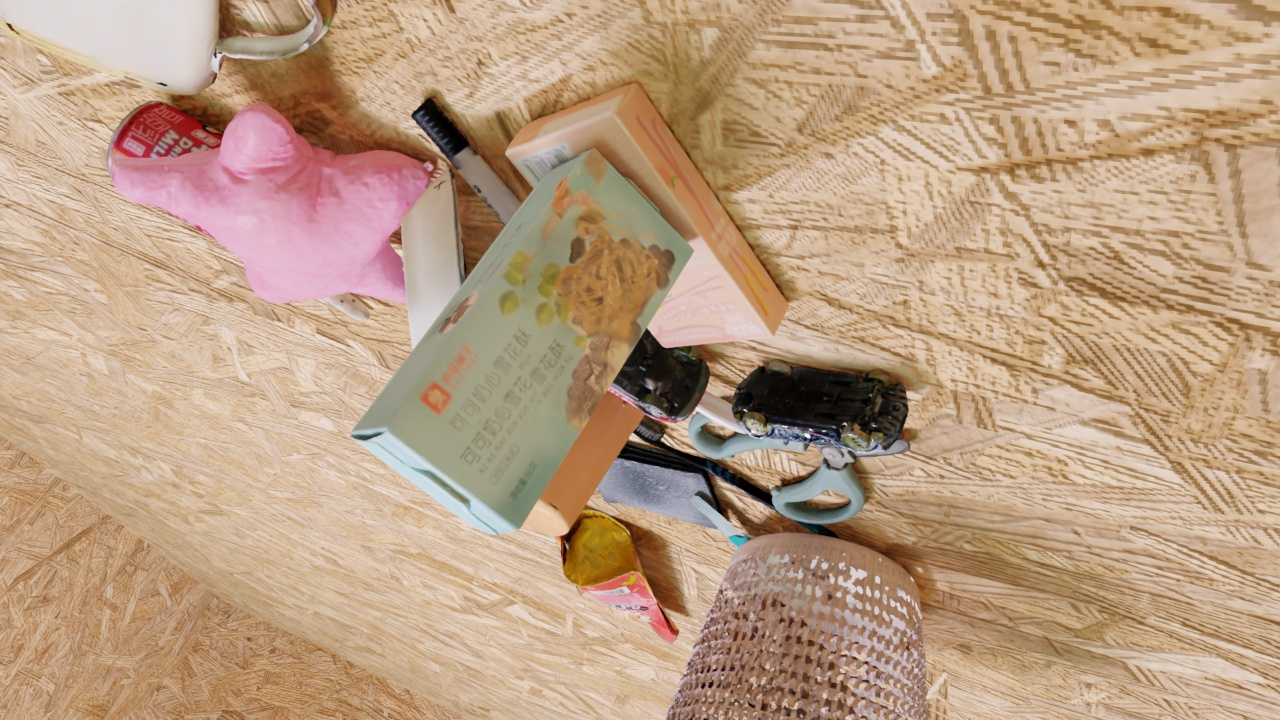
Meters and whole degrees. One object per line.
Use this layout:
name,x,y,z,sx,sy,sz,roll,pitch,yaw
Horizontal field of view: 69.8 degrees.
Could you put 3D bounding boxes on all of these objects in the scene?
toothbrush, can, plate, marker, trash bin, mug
toothbrush,-0.004,0.004,0.614,0.180,0.016,0.016,29,160,11
toothbrush,0.071,0.090,0.698,0.189,0.014,0.016,30,125,-2
can,-0.305,-0.128,0.634,0.094,0.066,0.067,29,150,0
plate,-0.122,-0.002,0.583,0.034,0.161,0.266,-6,153,-10
marker,-0.086,-0.099,0.541,0.131,0.018,0.023,50,170,-31
trash bin,0.123,0.246,0.689,0.227,0.191,0.228,13,147,8
toothbrush,-0.301,-0.087,0.746,0.187,0.016,0.017,35,158,-9
mug,-0.048,0.055,0.635,0.078,0.122,0.078,22,151,13

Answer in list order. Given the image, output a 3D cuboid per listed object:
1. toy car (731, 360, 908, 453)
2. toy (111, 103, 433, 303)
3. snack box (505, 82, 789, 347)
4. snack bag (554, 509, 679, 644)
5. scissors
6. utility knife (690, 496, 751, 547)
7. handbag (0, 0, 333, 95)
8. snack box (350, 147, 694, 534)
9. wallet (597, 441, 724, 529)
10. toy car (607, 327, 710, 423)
toy car,0.104,0.029,0.539,0.106,0.048,0.031,7,141,35
toy,-0.204,-0.089,0.584,0.179,0.074,0.194,-13,148,17
snack box,0.006,-0.070,0.495,0.085,0.026,0.157,-5,136,44
snack bag,-0.029,0.232,0.957,0.129,0.073,0.208,21,155,23
scissors,0.121,0.074,0.626,0.178,0.019,0.169,-7,134,45
utility knife,0.107,0.169,0.779,0.029,0.013,0.209,-11,136,45
handbag,-0.253,-0.210,0.487,0.178,0.063,0.164,22,153,-17
snack box,-0.050,-0.011,0.429,0.074,0.174,0.052,43,153,-23
wallet,0.009,0.103,0.767,0.121,0.019,0.097,12,148,26
toy car,-0.014,-0.005,0.583,0.120,0.052,0.045,32,165,-1
